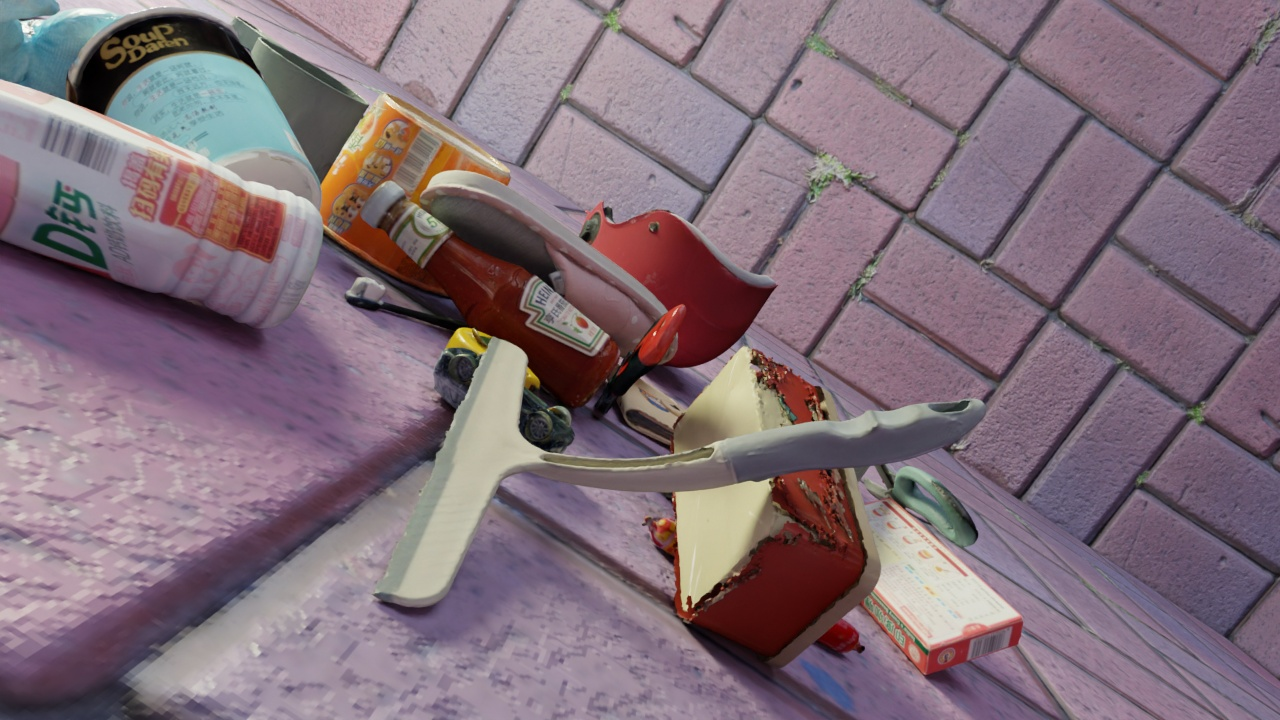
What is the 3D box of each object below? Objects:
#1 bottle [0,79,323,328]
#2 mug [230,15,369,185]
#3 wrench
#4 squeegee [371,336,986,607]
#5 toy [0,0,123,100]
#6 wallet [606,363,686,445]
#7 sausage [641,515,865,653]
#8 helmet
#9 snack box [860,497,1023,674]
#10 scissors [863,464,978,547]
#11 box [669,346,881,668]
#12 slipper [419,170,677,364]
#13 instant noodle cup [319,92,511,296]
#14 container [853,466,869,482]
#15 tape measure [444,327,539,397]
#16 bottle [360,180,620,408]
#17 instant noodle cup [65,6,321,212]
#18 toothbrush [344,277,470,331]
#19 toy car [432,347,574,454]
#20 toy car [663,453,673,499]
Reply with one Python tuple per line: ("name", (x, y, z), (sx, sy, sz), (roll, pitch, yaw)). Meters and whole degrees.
("bottle", (-0.242, -0.074, 0.393), (0.196, 0.068, 0.068), (21, 15, -35))
("mug", (-0.271, -0.173, 0.661), (0.124, 0.103, 0.083), (36, 10, 17))
("wrench", (-0.004, 0.004, 0.616), (0.016, 0.056, 0.274), (32, -10, -3))
("squeegee", (0.034, 0.042, 0.425), (0.246, 0.039, 0.246), (-4, 22, 2))
("toy", (-0.328, -0.172, 0.525), (0.156, 0.050, 0.162), (-8, -4, -33))
("wallet", (0.014, 0.042, 0.783), (0.087, 0.024, 0.115), (32, 8, -19))
("sausage", (0.067, 0.131, 0.529), (0.156, 0.020, 0.020), (32, 10, -10))
("helmet", (0.012, -0.074, 1.017), (0.206, 0.144, 0.240), (27, -2, -39))
("snack box", (0.194, 0.158, 0.670), (0.077, 0.027, 0.155), (-11, 27, -17))
("scissors", (0.231, 0.143, 0.734), (0.173, 0.019, 0.170), (64, -7, -1))
("box", (0.060, 0.067, 0.499), (0.079, 0.091, 0.168), (31, 27, -17))
("slipper", (-0.066, -0.054, 0.729), (0.114, 0.054, 0.274), (1, -26, 39))
("instant noodle cup", (-0.184, -0.138, 0.751), (0.151, 0.111, 0.151), (32, 10, -7))
("container", (0.113, 0.079, 0.733), (0.090, 0.090, 0.114), (39, 14, 31))
("tape measure", (-0.099, -0.001, 0.601), (0.057, 0.029, 0.060), (23, 14, -44))
("bottle", (-0.107, -0.049, 0.651), (0.206, 0.060, 0.059), (40, 9, -7))
("instant noodle cup", (-0.239, -0.114, 0.508), (0.120, 0.111, 0.111), (49, 16, 27))
("toothbrush", (-0.138, -0.030, 0.657), (0.015, 0.018, 0.181), (36, 8, 31))
("toy car", (-0.078, 0.025, 0.524), (0.090, 0.034, 0.043), (35, 7, 9))
("toy car", (0.065, 0.098, 0.612), (0.120, 0.045, 0.053), (37, 8, 29))
